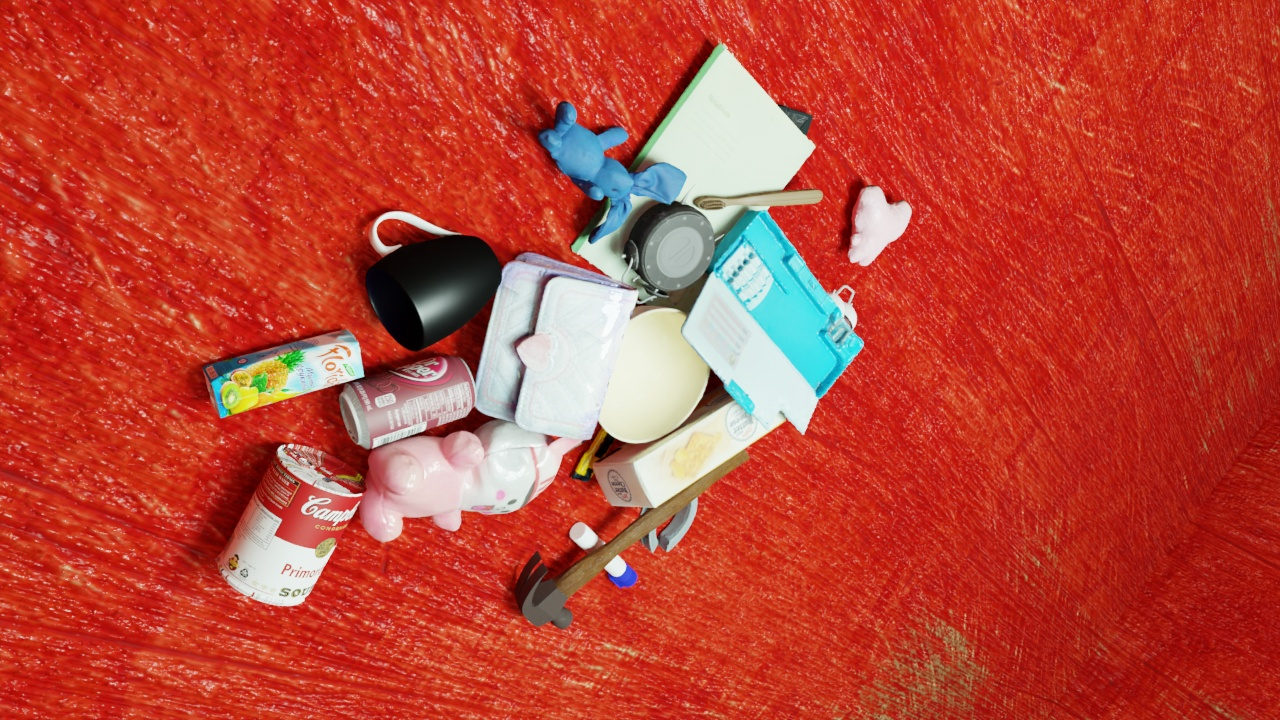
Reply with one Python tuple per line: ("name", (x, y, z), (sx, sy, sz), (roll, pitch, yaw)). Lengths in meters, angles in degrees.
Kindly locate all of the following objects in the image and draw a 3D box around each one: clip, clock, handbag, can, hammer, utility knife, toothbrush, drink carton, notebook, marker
("clip", (0.057, 0.168, 1.164), (0.107, 0.028, 0.163), (1, 114, -40))
("clock", (0.222, -0.033, 1.147), (0.138, 0.048, 0.096), (-58, 150, 8))
("handbag", (-0.084, -0.012, 0.881), (0.126, 0.069, 0.159), (17, 105, 2))
("can", (-0.215, 0.037, 0.853), (0.114, 0.063, 0.063), (-19, 124, -29))
("can", (-0.312, 0.147, 0.824), (0.086, 0.087, 0.116), (25, 97, -43))
("hammer", (-0.007, 0.201, 1.082), (0.323, 0.033, 0.115), (-37, 134, -2))
("hammer", (0.108, -0.129, 1.045), (0.094, 0.015, 0.325), (2, 113, -38))
("utility knife", (-0.030, 0.070, 1.051), (0.030, 0.017, 0.163), (26, 94, -52))
("toothbrush", (0.133, -0.174, 0.999), (0.166, 0.016, 0.016), (-10, 120, -28))
("drink carton", (-0.302, 0.010, 0.788), (0.128, 0.038, 0.044), (-18, 124, -29))
("clock", (0.026, -0.116, 0.947), (0.122, 0.044, 0.091), (-40, 130, -4))
("notebook", (0.060, -0.176, 0.971), (0.182, 0.010, 0.252), (33, 96, -40))
("marker", (-0.046, 0.241, 1.127), (0.027, 0.023, 0.133), (-30, 133, 8))

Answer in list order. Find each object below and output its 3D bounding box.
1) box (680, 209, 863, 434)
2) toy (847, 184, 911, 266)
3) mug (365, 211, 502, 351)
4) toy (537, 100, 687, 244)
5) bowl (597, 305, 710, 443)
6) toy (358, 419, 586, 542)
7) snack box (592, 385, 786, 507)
("box", (0.143, -0.028, 1.024), (0.227, 0.056, 0.185), (47, 68, -29))
("toy", (0.289, -0.163, 1.139), (0.099, 0.053, 0.096), (12, 108, -42))
("mug", (-0.185, -0.082, 0.810), (0.100, 0.085, 0.119), (-35, 102, -34))
("toy", (-0.042, -0.176, 0.864), (0.176, 0.071, 0.113), (32, 90, -47))
("bowl", (-0.006, 0.006, 0.987), (0.150, 0.075, 0.151), (-14, 117, -29))
("toy", (-0.167, 0.110, 0.909), (0.212, 0.084, 0.142), (-6, 147, -33))
("snack box", (0.057, 0.093, 1.050), (0.207, 0.104, 0.057), (-30, 98, -28))
